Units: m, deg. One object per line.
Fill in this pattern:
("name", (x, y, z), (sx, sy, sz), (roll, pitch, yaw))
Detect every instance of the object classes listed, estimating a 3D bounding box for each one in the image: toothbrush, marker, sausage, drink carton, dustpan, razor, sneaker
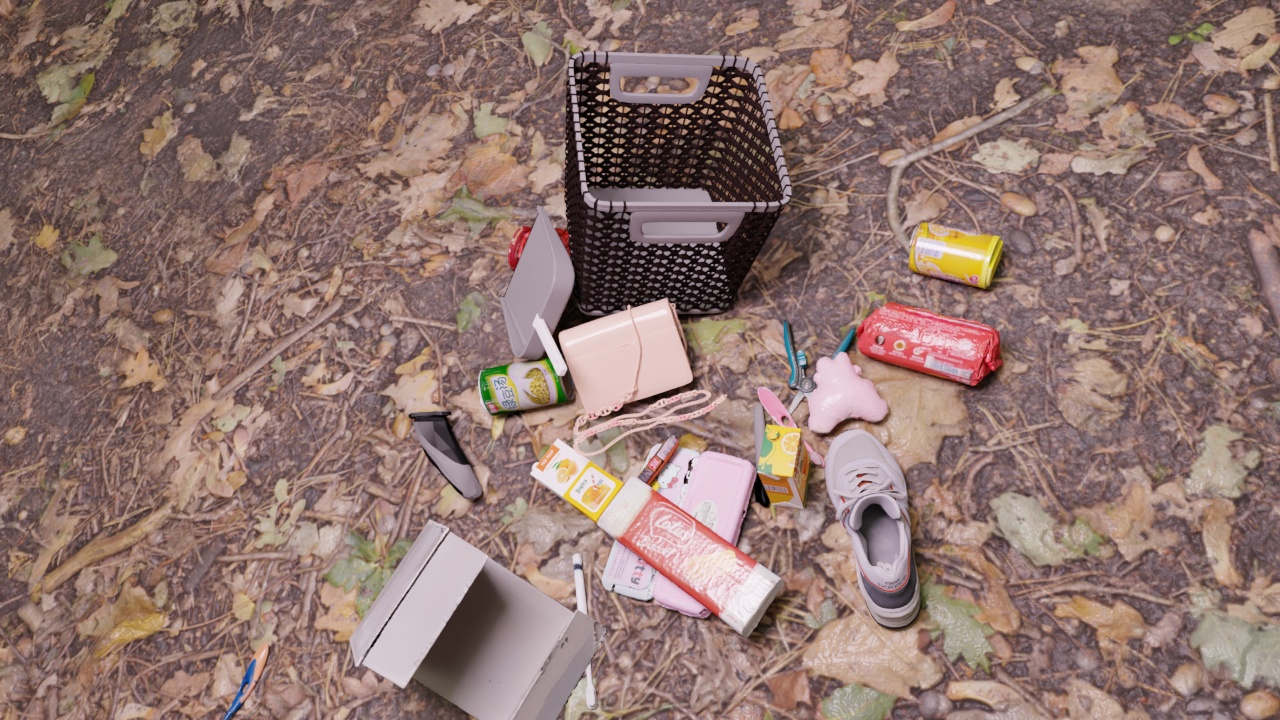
("toothbrush", (-0.520, 0.435, 1.196), (0.021, 0.017, 0.134), (15, 66, 19))
("marker", (0.149, 0.118, 1.150), (0.022, 0.016, 0.138), (-22, 55, 33))
("sausage", (0.002, 0.153, 1.151), (0.020, 0.020, 0.155), (35, 83, 29))
("drink carton", (-0.079, 0.157, 1.186), (0.122, 0.040, 0.058), (31, 76, 28))
("dustpan", (-0.132, -0.069, 1.206), (0.164, 0.033, 0.257), (-62, 40, 32))
("drink carton", (0.170, 0.125, 1.076), (0.041, 0.122, 0.058), (5, 65, 20))
("toothbrush", (0.187, 0.082, 1.152), (0.022, 0.016, 0.135), (-43, 61, 12))
("razor", (-0.263, 0.128, 1.254), (0.060, 0.057, 0.156), (-42, 63, 27))
("sneaker", (0.262, 0.167, 1.023), (0.089, 0.124, 0.239), (-15, 60, 9))
("toothbrush", (-0.068, 0.323, 1.109), (0.012, 0.017, 0.186), (-4, 60, -8))

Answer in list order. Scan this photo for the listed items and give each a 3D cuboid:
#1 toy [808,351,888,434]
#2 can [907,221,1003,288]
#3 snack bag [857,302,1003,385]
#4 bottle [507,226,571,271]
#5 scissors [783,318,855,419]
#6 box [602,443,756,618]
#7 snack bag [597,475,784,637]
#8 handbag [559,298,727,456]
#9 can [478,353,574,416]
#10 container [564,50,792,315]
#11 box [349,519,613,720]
("toy", (0.248, 0.038, 1.134), (0.099, 0.053, 0.095), (-14, 75, 5))
("can", (0.401, -0.135, 1.172), (0.105, 0.068, 0.067), (17, 69, 25))
("snack bag", (0.352, -0.024, 1.121), (0.176, 0.082, 0.082), (17, 69, 24))
("bottle", (-0.131, -0.143, 1.329), (0.111, 0.099, 0.098), (16, 69, 20))
("scissors", (0.228, 0.004, 1.181), (0.118, 0.019, 0.148), (-18, 65, 12))
("box", (0.046, 0.201, 1.124), (0.154, 0.041, 0.200), (12, 67, 23))
("snack bag", (0.054, 0.222, 1.065), (0.225, 0.041, 0.077), (32, 78, 27))
("handbag", (-0.007, 0.008, 1.157), (0.199, 0.117, 0.187), (-17, 21, 7))
("can", (-0.157, 0.033, 1.259), (0.121, 0.067, 0.067), (-12, 60, 11))
("container", (0.026, -0.218, 1.191), (0.247, 0.244, 0.245), (-2, 60, -10))
("box", (-0.190, 0.342, 1.131), (0.165, 0.446, 0.167), (21, 71, 36))
